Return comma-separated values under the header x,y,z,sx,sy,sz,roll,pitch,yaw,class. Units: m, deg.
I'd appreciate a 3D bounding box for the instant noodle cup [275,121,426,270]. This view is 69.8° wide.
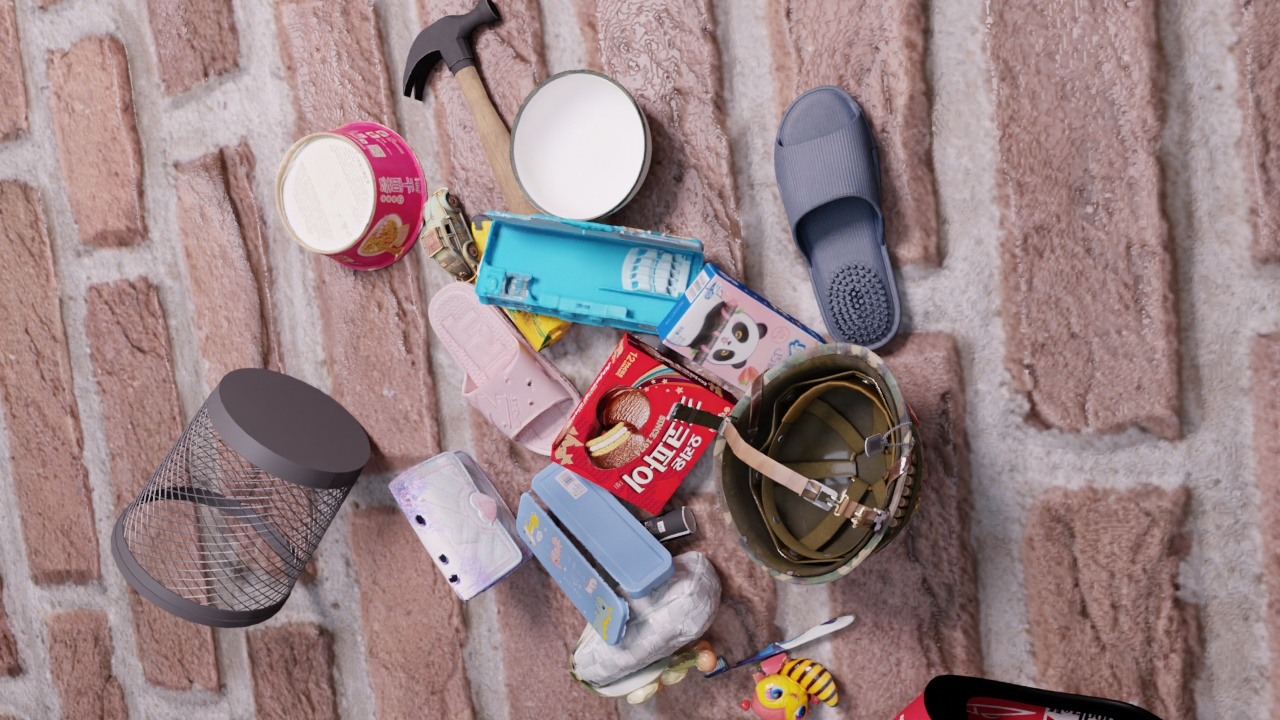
x,y,z,sx,sy,sz,roll,pitch,yaw,class
-0.347,-0.193,1.073,0.179,0.077,0.179,3,98,19,instant noodle cup

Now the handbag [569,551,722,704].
x,y,z,sx,sy,sz,roll,pitch,yaw,class
0.020,0.292,0.986,0.172,0.112,0.123,-36,93,20,handbag

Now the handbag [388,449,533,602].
x,y,z,sx,sy,sz,roll,pitch,yaw,class
-0.201,0.184,1.041,0.069,0.126,0.158,-36,82,17,handbag

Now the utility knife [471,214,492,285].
x,y,z,sx,sy,sz,roll,pitch,yaw,class
-0.178,-0.057,1.064,0.030,0.019,0.228,2,101,29,utility knife

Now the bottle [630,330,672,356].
x,y,z,sx,sy,sz,roll,pitch,yaw,class
-0.006,0.006,0.991,0.047,0.047,0.112,38,107,12,bottle

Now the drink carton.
x,y,z,sx,sy,sz,roll,pitch,yaw,class
-0.125,-0.072,1.012,0.122,0.041,0.058,52,151,8,drink carton

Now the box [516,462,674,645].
x,y,z,sx,sy,sz,roll,pitch,yaw,class
-0.061,0.195,0.979,0.122,0.047,0.209,-53,48,3,box

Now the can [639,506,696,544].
x,y,z,sx,sy,sz,roll,pitch,yaw,class
0.019,0.187,1.012,0.081,0.031,0.031,-23,89,21,can

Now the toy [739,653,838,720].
x,y,z,sx,sy,sz,roll,pitch,yaw,class
0.159,0.355,0.976,0.104,0.046,0.084,-33,79,17,toy

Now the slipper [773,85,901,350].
x,y,z,sx,sy,sz,roll,pitch,yaw,class
0.186,-0.134,0.886,0.101,0.082,0.263,-12,93,23,slipper

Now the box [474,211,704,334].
x,y,z,sx,sy,sz,roll,pitch,yaw,class
-0.051,-0.101,0.919,0.227,0.117,0.097,10,71,3,box

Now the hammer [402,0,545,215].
x,y,z,sx,sy,sz,roll,pitch,yaw,class
-0.162,-0.236,1.025,0.132,0.040,0.305,-25,89,18,hammer

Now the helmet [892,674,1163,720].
x,y,z,sx,sy,sz,roll,pitch,yaw,class
0.340,0.427,0.839,0.271,0.197,0.225,6,98,11,helmet

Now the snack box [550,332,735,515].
x,y,z,sx,sy,sz,roll,pitch,yaw,class
0.001,0.070,0.971,0.132,0.035,0.152,30,108,-14,snack box

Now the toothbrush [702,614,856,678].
x,y,z,sx,sy,sz,roll,pitch,yaw,class
0.147,0.307,0.990,0.189,0.016,0.017,-28,77,21,toothbrush

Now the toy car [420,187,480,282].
x,y,z,sx,sy,sz,roll,pitch,yaw,class
-0.224,-0.141,1.045,0.047,0.047,0.112,-27,84,36,toy car

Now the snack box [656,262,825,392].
x,y,z,sx,sy,sz,roll,pitch,yaw,class
0.102,-0.022,0.912,0.154,0.033,0.088,29,110,-25,snack box

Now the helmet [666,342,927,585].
x,y,z,sx,sy,sz,roll,pitch,yaw,class
0.160,0.093,0.841,0.193,0.235,0.225,31,118,38,helmet

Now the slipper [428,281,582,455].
x,y,z,sx,sy,sz,roll,pitch,yaw,class
-0.157,0.015,1.028,0.094,0.064,0.239,-41,88,17,slipper

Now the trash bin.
x,y,z,sx,sy,sz,roll,pitch,yaw,class
-0.464,0.155,1.092,0.218,0.217,0.228,40,104,11,trash bin

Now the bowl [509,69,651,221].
x,y,z,sx,sy,sz,roll,pitch,yaw,class
-0.055,-0.221,0.966,0.153,0.072,0.153,2,97,19,bowl
